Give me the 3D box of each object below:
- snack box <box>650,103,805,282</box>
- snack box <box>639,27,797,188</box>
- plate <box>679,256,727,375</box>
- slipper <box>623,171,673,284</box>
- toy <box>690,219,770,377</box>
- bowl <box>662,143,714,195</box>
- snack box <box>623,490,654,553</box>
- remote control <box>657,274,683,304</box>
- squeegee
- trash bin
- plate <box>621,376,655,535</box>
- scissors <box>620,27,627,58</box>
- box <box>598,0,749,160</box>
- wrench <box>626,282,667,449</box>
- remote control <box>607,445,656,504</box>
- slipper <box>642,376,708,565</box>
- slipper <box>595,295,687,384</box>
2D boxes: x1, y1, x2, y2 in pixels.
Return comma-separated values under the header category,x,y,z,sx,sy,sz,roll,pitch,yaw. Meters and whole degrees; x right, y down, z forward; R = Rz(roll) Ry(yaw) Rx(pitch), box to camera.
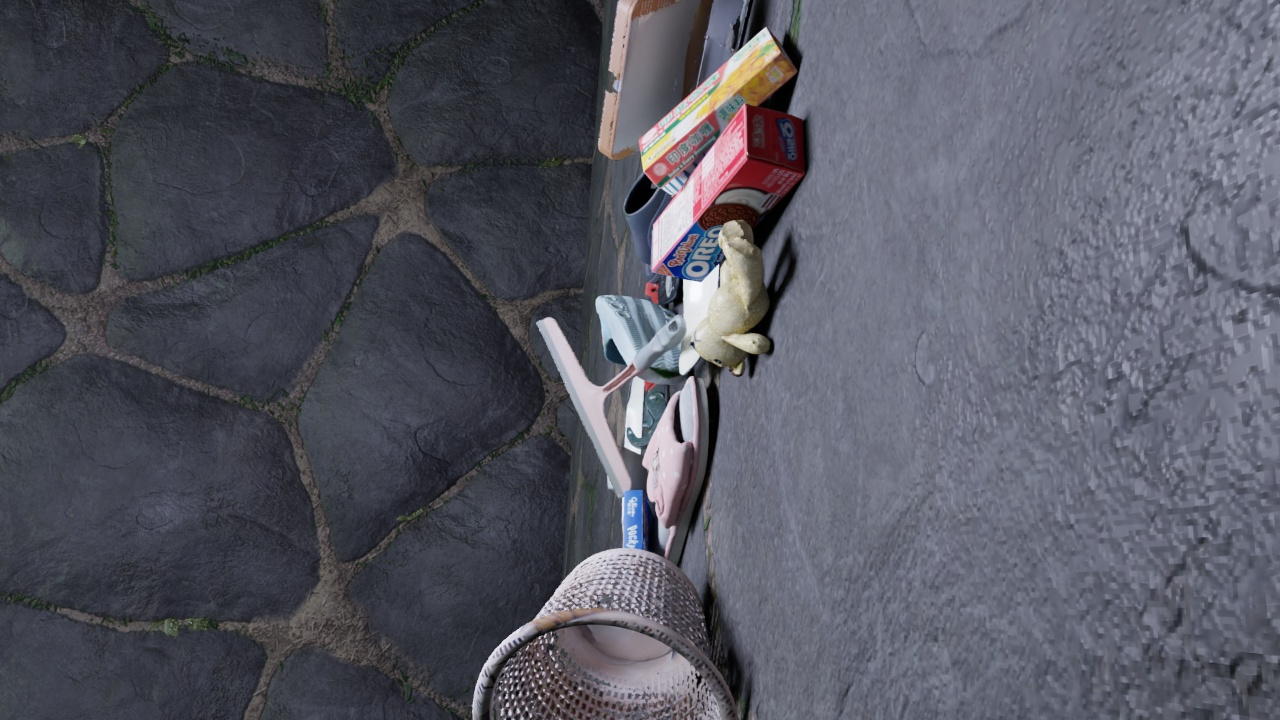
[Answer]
category,x,y,z,sx,sy,sz,roll,pitch,yaw
snack box,0.071,-0.140,0.812,0.208,0.057,0.058,136,140,-60
snack box,0.065,-0.225,0.821,0.156,0.027,0.077,-38,29,21
plate,0.073,-0.076,0.958,0.164,0.034,0.164,116,157,-68
slipper,0.020,-0.232,1.271,0.110,0.083,0.269,-94,15,-48
toy,0.079,-0.052,0.789,0.157,0.066,0.105,93,160,-51
bowl,0.068,-0.200,0.890,0.117,0.066,0.116,-34,31,24
snack box,0.003,0.227,1.134,0.157,0.026,0.084,73,-164,-59
remote control,0.045,-0.103,1.218,0.136,0.024,0.053,162,114,-80
squeegee,-0.006,0.006,1.053,0.250,0.040,0.247,-40,71,51
trash bin,-0.021,0.284,0.854,0.191,0.227,0.228,-68,-14,-72
plate,0.003,0.135,1.327,0.162,0.034,0.265,118,156,-69
scissors,-0.013,-0.363,0.956,0.205,0.015,0.197,-68,-7,-46
box,0.045,-0.340,0.994,0.272,0.125,0.179,-61,-13,-47
wrench,0.018,-0.002,1.282,0.016,0.056,0.272,63,-153,-55
remote control,-0.006,0.149,1.183,0.135,0.019,0.056,33,-121,-60
slipper,0.033,0.131,1.037,0.114,0.054,0.275,-95,11,-50
slipper,0.003,-0.020,1.195,0.245,0.104,0.074,-117,36,-62
